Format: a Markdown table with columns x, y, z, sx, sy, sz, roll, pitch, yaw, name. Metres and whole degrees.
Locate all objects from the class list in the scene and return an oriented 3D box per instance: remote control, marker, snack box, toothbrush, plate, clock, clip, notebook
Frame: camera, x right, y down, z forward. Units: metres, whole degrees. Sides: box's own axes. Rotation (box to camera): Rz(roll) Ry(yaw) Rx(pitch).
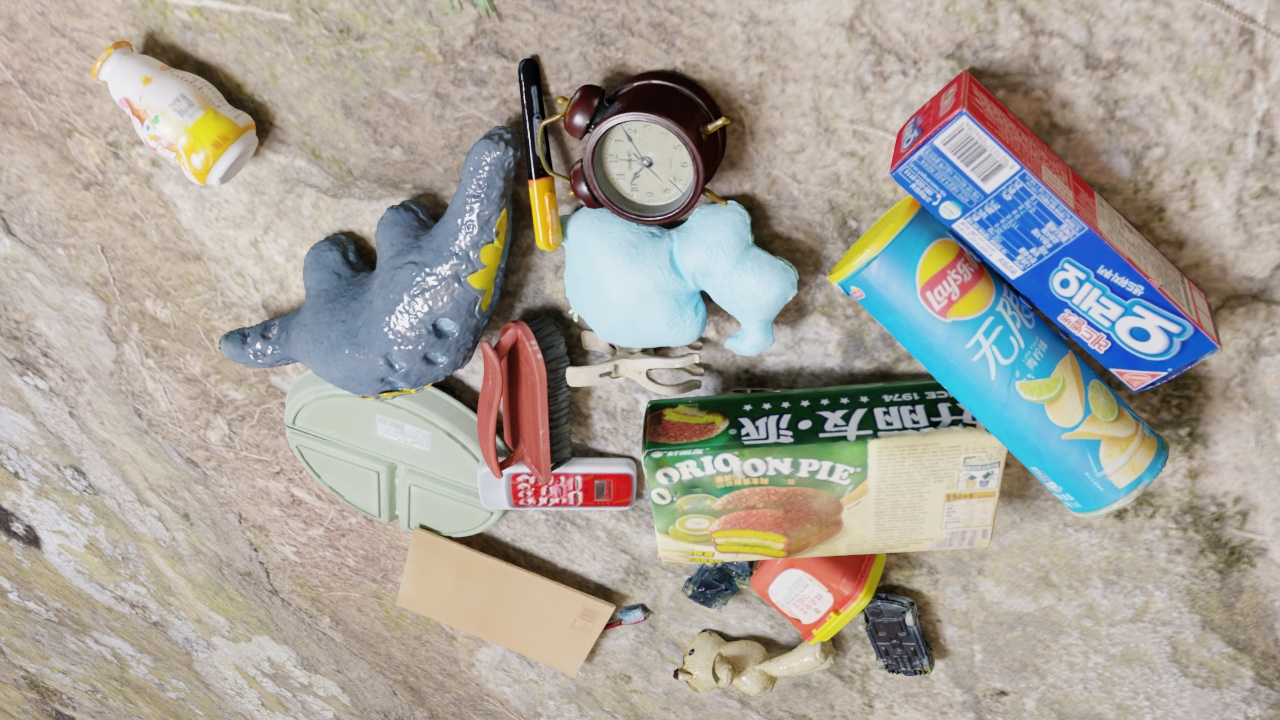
| x | y | z | sx | sy | sz | roll | pitch | yaw | name |
| --- | --- | --- | --- | --- | --- | --- | --- | --- | --- |
| -0.071 | 0.107 | 0.788 | 0.136 | 0.020 | 0.056 | 1 | 132 | -3 | remote control |
| -0.065 | -0.131 | 0.595 | 0.015 | 0.018 | 0.124 | 17 | 121 | 42 | marker |
| 0.235 | -0.069 | 0.520 | 0.207 | 0.058 | 0.057 | 38 | 131 | -11 | snack box |
| 0.142 | 0.172 | 0.747 | 0.080 | 0.081 | 0.091 | 34 | 132 | 5 | snack box |
| -0.064 | 0.282 | 0.962 | 0.188 | 0.016 | 0.017 | -26 | 107 | 36 | toothbrush |
| 0.125 | 0.081 | 0.648 | 0.240 | 0.063 | 0.115 | -5 | 127 | 7 | snack box |
| -0.222 | 0.091 | 0.839 | 0.230 | 0.027 | 0.231 | 11 | 138 | 10 | plate |
| -0.004 | -0.129 | 0.565 | 0.122 | 0.055 | 0.082 | 7 | 131 | 12 | clock |
| -0.002 | 0.001 | 0.686 | 0.100 | 0.070 | 0.035 | 1 | 130 | 12 | clip |
| -0.143 | 0.250 | 0.939 | 0.211 | 0.012 | 0.150 | 22 | 133 | -2 | notebook |

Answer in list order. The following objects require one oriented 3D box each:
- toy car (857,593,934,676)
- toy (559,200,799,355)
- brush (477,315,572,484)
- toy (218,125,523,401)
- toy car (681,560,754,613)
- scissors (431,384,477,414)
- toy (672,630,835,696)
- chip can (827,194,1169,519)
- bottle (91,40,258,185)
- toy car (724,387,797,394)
| x | y | z | sx | sy | sz | roll | pitch | yaw | name |
| --- | --- | --- | --- | --- | --- | --- | --- | --- | --- |
| 0.223 | 0.237 | 0.799 | 0.049 | 0.031 | 0.105 | -9 | 125 | 27 | toy car |
| 0.015 | -0.054 | 0.622 | 0.157 | 0.049 | 0.161 | -39 | 95 | 30 | toy |
| -0.093 | 0.031 | 0.717 | 0.063 | 0.069 | 0.146 | 42 | 143 | 36 | brush |
| -0.192 | -0.041 | 0.693 | 0.357 | 0.091 | 0.138 | -23 | 105 | 32 | toy |
| 0.070 | 0.192 | 0.821 | 0.043 | 0.034 | 0.091 | 24 | 135 | -3 | toy car |
| -0.191 | 0.084 | 0.849 | 0.126 | 0.012 | 0.174 | 19 | 134 | 6 | scissors |
| 0.109 | 0.284 | 0.871 | 0.158 | 0.066 | 0.105 | -17 | 163 | 27 | toy |
| 0.212 | -0.002 | 0.548 | 0.210 | 0.071 | 0.071 | 44 | 131 | -1 | chip can |
| -0.330 | -0.176 | 0.650 | 0.108 | 0.063 | 0.063 | 40 | 131 | -13 | bottle |
| 0.104 | 0.040 | 0.679 | 0.090 | 0.035 | 0.042 | 1 | 130 | 6 | toy car |
